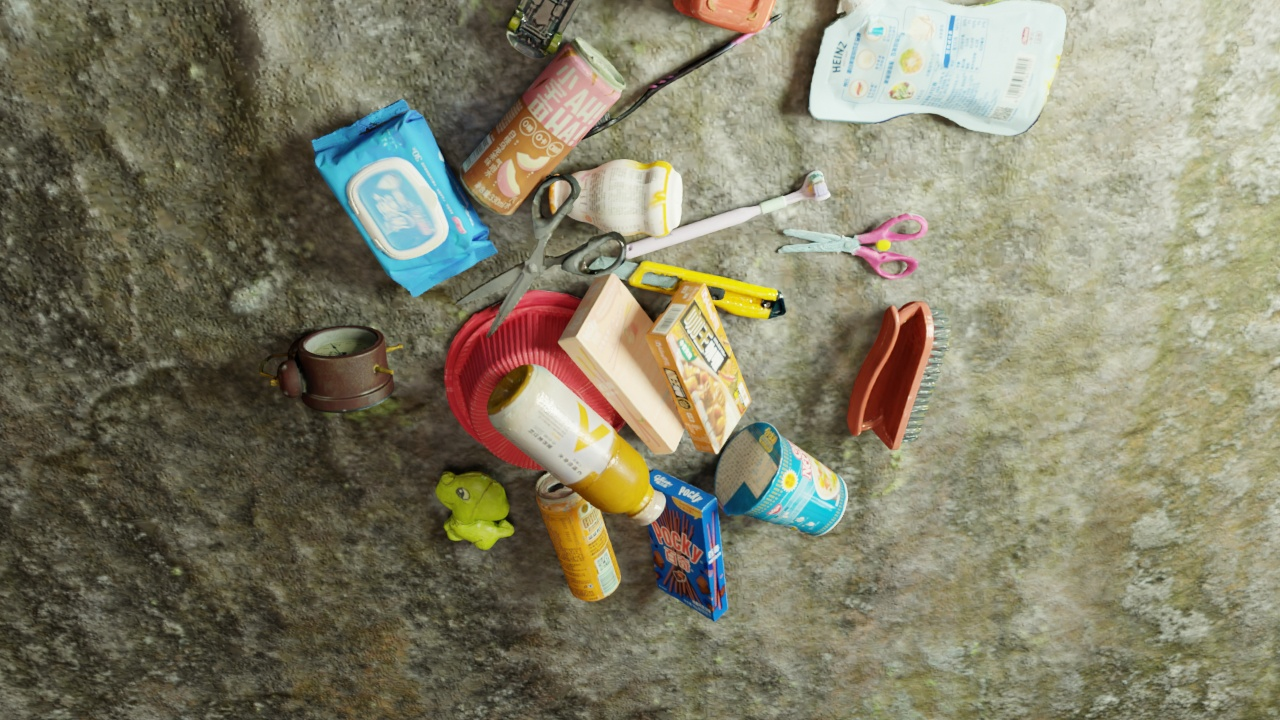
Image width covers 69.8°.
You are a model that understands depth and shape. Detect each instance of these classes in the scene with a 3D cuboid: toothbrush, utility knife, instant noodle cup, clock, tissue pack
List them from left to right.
[{"bbox_3d":[-0.280,0.007,0.828,0.122,0.082,0.055,-1,116,-5],"label":"clock"},{"bbox_3d":[-0.195,-0.131,0.768,0.095,0.052,0.157,-23,120,10],"label":"tissue pack"},{"bbox_3d":[-0.093,0.034,0.867,0.194,0.065,0.194,-1,120,-2],"label":"instant noodle cup"},{"bbox_3d":[0.029,-0.233,0.744,0.189,0.014,0.018,-28,106,12],"label":"toothbrush"},{"bbox_3d":[0.045,-0.067,0.843,0.193,0.015,0.033,11,117,-9],"label":"utility knife"},{"bbox_3d":[0.072,-0.124,0.809,0.189,0.029,0.021,-18,158,8],"label":"toothbrush"},{"bbox_3d":[0.146,0.127,0.927,0.110,0.099,0.099,27,116,-28],"label":"instant noodle cup"}]

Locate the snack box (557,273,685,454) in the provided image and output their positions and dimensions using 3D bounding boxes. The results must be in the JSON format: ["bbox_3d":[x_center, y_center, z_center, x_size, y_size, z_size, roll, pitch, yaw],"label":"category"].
[{"bbox_3d":[-0.005,0.005,0.842,0.026,0.084,0.157,-12,128,41],"label":"snack box"}]

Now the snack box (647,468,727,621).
[{"bbox_3d":[0.047,0.195,0.965,0.026,0.085,0.157,-33,129,-35],"label":"snack box"}]

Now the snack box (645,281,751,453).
[{"bbox_3d":[0.056,0.009,0.846,0.026,0.075,0.154,9,139,37],"label":"snack box"}]

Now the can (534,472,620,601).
[{"bbox_3d":[-0.064,0.183,0.961,0.058,0.058,0.146,-13,121,4],"label":"can"}]

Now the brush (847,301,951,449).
[{"bbox_3d":[0.244,0.010,0.875,0.069,0.063,0.146,-1,121,-19],"label":"brush"}]

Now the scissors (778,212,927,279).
[{"bbox_3d":[0.191,-0.097,0.837,0.137,0.017,0.077,-5,130,4],"label":"scissors"}]

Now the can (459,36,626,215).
[{"bbox_3d":[-0.080,-0.186,0.739,0.058,0.057,0.147,38,112,-23],"label":"can"}]

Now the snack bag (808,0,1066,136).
[{"bbox_3d":[0.236,-0.241,0.739,0.191,0.038,0.110,5,126,-5],"label":"snack bag"}]

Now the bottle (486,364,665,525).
[{"bbox_3d":[-0.051,0.081,0.819,0.068,0.068,0.189,-38,116,17],"label":"bottle"}]

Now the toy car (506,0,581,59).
[{"bbox_3d":[-0.068,-0.275,0.699,0.042,0.035,0.091,27,116,-17],"label":"toy car"}]

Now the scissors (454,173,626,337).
[{"bbox_3d":[-0.086,-0.082,0.776,0.171,0.014,0.160,11,116,15],"label":"scissors"}]

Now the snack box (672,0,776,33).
[{"bbox_3d":[0.068,-0.290,0.673,0.082,0.080,0.091,12,120,-10],"label":"snack box"}]

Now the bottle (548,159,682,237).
[{"bbox_3d":[-0.021,-0.137,0.770,0.108,0.063,0.063,4,121,9],"label":"bottle"}]

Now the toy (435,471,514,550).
[{"bbox_3d":[-0.170,0.153,0.953,0.096,0.031,0.100,22,121,-16],"label":"toy"}]
